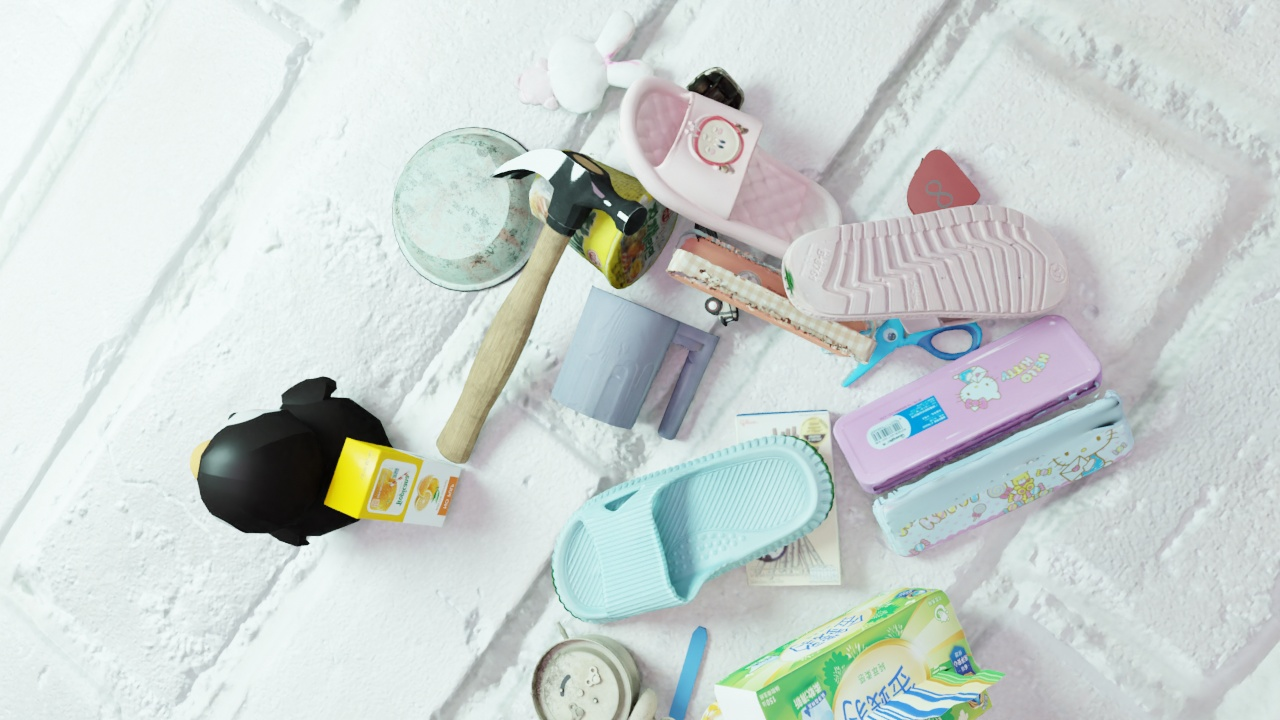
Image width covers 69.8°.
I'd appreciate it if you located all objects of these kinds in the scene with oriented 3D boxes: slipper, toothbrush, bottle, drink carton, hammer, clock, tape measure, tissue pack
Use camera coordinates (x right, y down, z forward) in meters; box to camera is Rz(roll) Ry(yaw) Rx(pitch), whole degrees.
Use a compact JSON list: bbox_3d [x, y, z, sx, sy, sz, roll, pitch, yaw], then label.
[{"bbox_3d":[0.227,-0.071,0.751,0.239,0.064,0.094,-4,78,-9],"label":"slipper"},{"bbox_3d":[0.031,0.318,0.817,0.016,0.014,0.166,16,91,11],"label":"toothbrush"},{"bbox_3d":[0.031,0.145,0.779,0.277,0.069,0.116,-26,77,19],"label":"slipper"},{"bbox_3d":[0.074,0.323,0.759,0.063,0.108,0.063,0,91,14],"label":"bottle"},{"bbox_3d":[-0.215,0.111,0.817,0.040,0.122,0.058,15,84,27],"label":"drink carton"},{"bbox_3d":[-0.113,-0.037,0.798,0.132,0.040,0.306,40,116,22],"label":"hammer"},{"bbox_3d":[-0.028,0.295,0.810,0.141,0.054,0.093,22,93,18],"label":"clock"},{"bbox_3d":[0.252,-0.145,0.783,0.051,0.019,0.059,-38,82,11],"label":"tape measure"},{"bbox_3d":[0.178,0.254,0.686,0.197,0.142,0.120,-26,87,-25],"label":"tissue pack"},{"bbox_3d":[0.078,-0.155,0.762,0.221,0.056,0.106,30,65,-14],"label":"slipper"}]

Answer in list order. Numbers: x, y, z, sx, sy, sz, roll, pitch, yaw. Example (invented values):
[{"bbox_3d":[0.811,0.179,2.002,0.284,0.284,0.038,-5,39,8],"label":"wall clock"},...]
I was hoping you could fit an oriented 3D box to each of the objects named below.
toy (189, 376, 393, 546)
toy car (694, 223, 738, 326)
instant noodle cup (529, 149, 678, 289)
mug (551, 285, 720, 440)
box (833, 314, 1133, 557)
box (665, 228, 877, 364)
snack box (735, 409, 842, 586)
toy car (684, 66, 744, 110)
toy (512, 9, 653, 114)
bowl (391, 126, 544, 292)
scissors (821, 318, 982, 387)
[{"bbox_3d":[-0.300,0.095,0.803,0.140,0.184,0.159,10,90,10],"label":"toy"},{"bbox_3d":[0.069,-0.077,0.807,0.037,0.040,0.092,-16,86,9],"label":"toy car"},{"bbox_3d":[-0.036,-0.132,0.806,0.108,0.102,0.102,34,95,19],"label":"instant noodle cup"},{"bbox_3d":[-0.005,0.005,0.807,0.124,0.084,0.104,22,94,-16],"label":"mug"},{"bbox_3d":[0.282,0.066,0.753,0.214,0.062,0.140,-28,86,9],"label":"box"},{"bbox_3d":[0.112,-0.054,0.760,0.187,0.055,0.076,25,50,-3],"label":"box"},{"bbox_3d":[0.129,0.119,0.797,0.082,0.026,0.150,-5,88,12],"label":"snack box"},{"bbox_3d":[0.040,-0.211,0.816,0.113,0.040,0.048,-40,112,18],"label":"toy car"},{"bbox_3d":[-0.054,-0.264,0.838,0.125,0.037,0.076,-20,88,13],"label":"toy"},{"bbox_3d":[-0.167,-0.145,0.856,0.157,0.038,0.157,0,88,11],"label":"bowl"},{"bbox_3d":[0.227,-0.015,0.788,0.113,0.013,0.140,44,94,10],"label":"scissors"}]
